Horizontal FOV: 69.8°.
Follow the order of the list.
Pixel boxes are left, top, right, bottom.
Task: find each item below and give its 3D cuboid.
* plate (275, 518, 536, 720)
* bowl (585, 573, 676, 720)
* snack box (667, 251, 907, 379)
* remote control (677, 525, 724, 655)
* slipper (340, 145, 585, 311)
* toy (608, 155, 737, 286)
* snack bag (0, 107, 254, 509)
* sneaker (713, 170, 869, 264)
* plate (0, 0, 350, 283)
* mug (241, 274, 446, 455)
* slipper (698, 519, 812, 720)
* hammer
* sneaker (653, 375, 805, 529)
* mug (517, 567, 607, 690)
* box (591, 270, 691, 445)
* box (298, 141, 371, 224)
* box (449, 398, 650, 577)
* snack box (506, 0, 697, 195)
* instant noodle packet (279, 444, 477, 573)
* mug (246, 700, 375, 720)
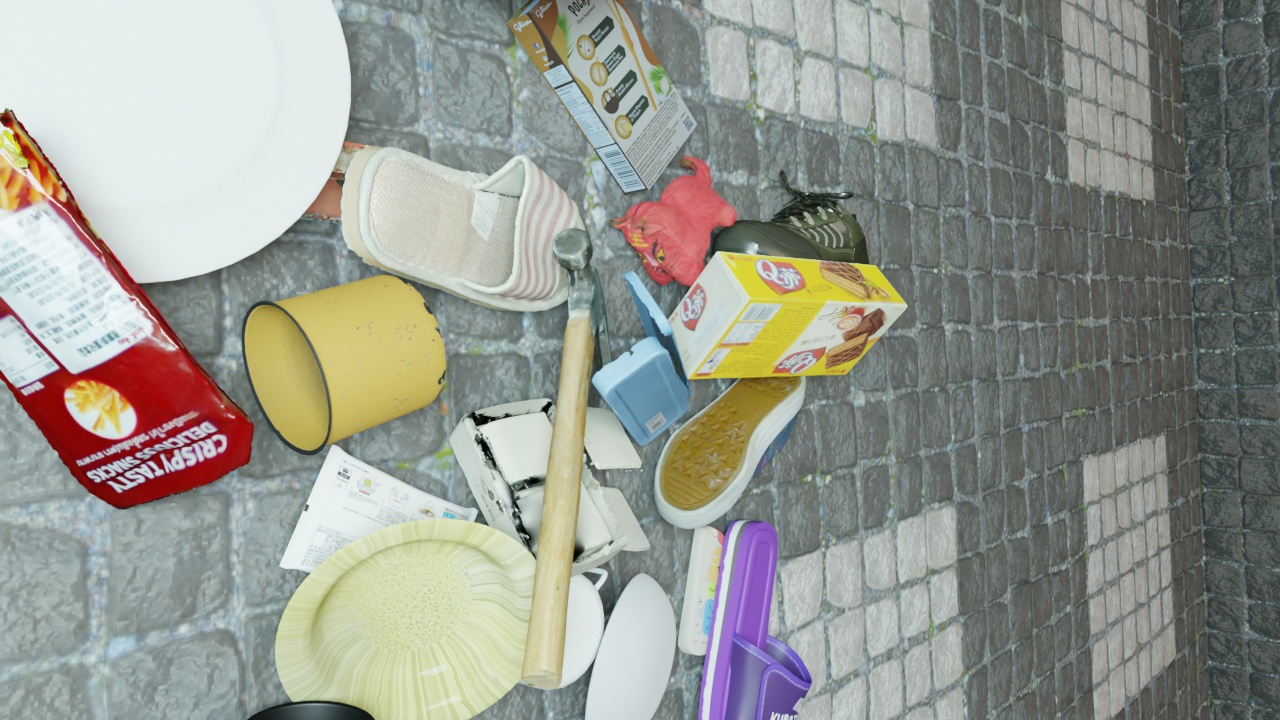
[{"bbox_3d":[-0.157,0.180,0.644,0.184,0.036,0.185,-9,117,-19],"label":"plate"},{"bbox_3d":[0.001,0.260,0.781,0.149,0.043,0.149,13,89,-73],"label":"bowl"},{"bbox_3d":[0.142,-0.039,0.889,0.229,0.110,0.061,-1,49,-39],"label":"snack box"},{"bbox_3d":[0.061,0.226,0.908,0.038,0.018,0.125,23,71,-42],"label":"remote control"},{"bbox_3d":[-0.109,-0.098,0.685,0.262,0.052,0.115,6,90,-60],"label":"slipper"},{"bbox_3d":[0.032,-0.143,0.847,0.094,0.088,0.132,32,66,-36],"label":"toy"},{"bbox_3d":[-0.303,-0.012,0.480,0.208,0.139,0.066,63,24,-16],"label":"snack bag"},{"bbox_3d":[0.177,-0.145,0.981,0.237,0.101,0.143,9,81,-45],"label":"sneaker"},{"bbox_3d":[-0.286,-0.165,0.508,0.242,0.016,0.242,-1,94,-21],"label":"plate"},{"bbox_3d":[-0.196,0.008,0.613,0.093,0.100,0.124,-24,146,-45],"label":"mug"},{"bbox_3d":[0.124,0.295,0.906,0.107,0.084,0.266,25,69,-57],"label":"slipper"},{"bbox_3d":[-0.053,0.068,0.671,0.132,0.033,0.329,79,12,-54],"label":"hammer"},{"bbox_3d":[0.090,0.091,0.913,0.234,0.087,0.079,-45,143,-39],"label":"sneaker"},{"bbox_3d":[-0.074,0.204,0.738,0.115,0.068,0.094,-40,116,-38],"label":"mug"},{"bbox_3d":[-0.004,0.006,0.773,0.085,0.073,0.209,62,-1,19],"label":"box"},{"bbox_3d":[-0.240,-0.123,0.597,0.186,0.056,0.071,-1,121,-44],"label":"box"},{"bbox_3d":[-0.057,0.103,0.747,0.187,0.058,0.144,0,54,-51],"label":"box"},{"bbox_3d":[-0.028,-0.255,0.827,0.186,0.032,0.100,53,55,-30],"label":"snack box"},{"bbox_3d":[-0.183,0.127,0.662,0.134,0.026,0.087,35,65,-39],"label":"instant noodle packet"},{"bbox_3d":[-0.230,0.277,0.575,0.118,0.082,0.098,5,92,-13],"label":"mug"}]
